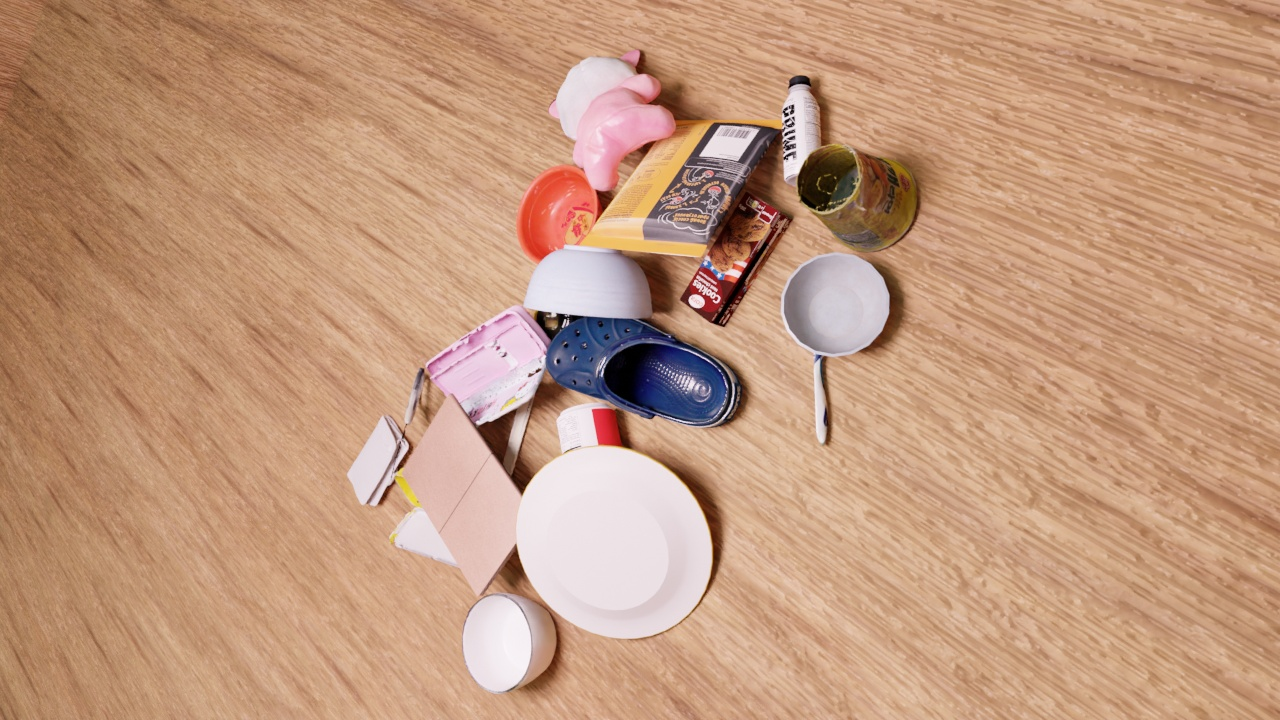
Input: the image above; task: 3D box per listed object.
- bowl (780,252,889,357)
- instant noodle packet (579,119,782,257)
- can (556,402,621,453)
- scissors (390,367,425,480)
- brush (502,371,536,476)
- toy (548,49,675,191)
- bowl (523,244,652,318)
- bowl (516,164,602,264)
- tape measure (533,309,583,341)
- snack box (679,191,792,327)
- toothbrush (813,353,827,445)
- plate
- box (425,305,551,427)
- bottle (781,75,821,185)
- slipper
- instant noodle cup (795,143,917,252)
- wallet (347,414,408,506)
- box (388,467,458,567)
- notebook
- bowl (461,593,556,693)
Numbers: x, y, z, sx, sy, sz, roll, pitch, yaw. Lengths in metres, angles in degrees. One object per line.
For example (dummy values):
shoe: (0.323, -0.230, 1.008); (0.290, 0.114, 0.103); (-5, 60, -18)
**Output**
bowl: (0.198, -0.053, 0.932); (0.106, 0.039, 0.106); (-3, 80, 15)
instant noodle packet: (0.048, -0.198, 1.018); (0.160, 0.032, 0.220); (10, 55, 36)
can: (-0.053, 0.121, 1.071); (0.070, 0.070, 0.132); (-22, 71, 30)
scissors: (-0.313, 0.076, 1.243); (0.168, 0.012, 0.158); (-89, 17, -53)
brush: (-0.166, 0.120, 1.185); (0.033, 0.012, 0.217); (16, 91, 35)
toy: (-0.040, -0.299, 1.096); (0.142, 0.084, 0.212); (-40, 38, 19)
bowl: (-0.057, -0.093, 1.050); (0.151, 0.150, 0.075); (10, 100, 35)
bowl: (-0.094, -0.179, 1.161); (0.131, 0.045, 0.130); (-6, 79, 34)
tape measure: (-0.104, -0.053, 1.152); (0.067, 0.038, 0.062); (0, 82, 35)
snack box: (0.105, -0.111, 1.020); (0.051, 0.031, 0.141); (40, 106, 32)
toothbrush: (0.189, -0.005, 0.956); (0.017, 0.016, 0.189); (-4, 80, 24)
plate: (-0.035, 0.206, 1.013); (0.230, 0.021, 0.230); (4, 104, 16)
box: (-0.205, 0.024, 1.155); (0.202, 0.102, 0.101); (-27, 110, 39)
bottle: (0.173, -0.249, 0.988); (0.041, 0.041, 0.116); (-7, 79, 34)
slipper: (-0.006, 0.006, 1.040); (0.253, 0.095, 0.105); (17, 95, 29)
instant noodle cup: (0.209, -0.167, 0.909); (0.102, 0.108, 0.102); (-5, 81, 36)
wallet: (-0.375, 0.144, 1.318); (0.116, 0.032, 0.086); (-55, 47, 18)
box: (-0.259, 0.205, 1.185); (0.211, 0.084, 0.079); (4, 41, 41)
notebook: (-0.215, 0.163, 1.128); (0.209, 0.008, 0.142); (49, 117, 30)
bowl: (-0.153, 0.338, 1.109); (0.117, 0.065, 0.116); (-6, 79, 34)
